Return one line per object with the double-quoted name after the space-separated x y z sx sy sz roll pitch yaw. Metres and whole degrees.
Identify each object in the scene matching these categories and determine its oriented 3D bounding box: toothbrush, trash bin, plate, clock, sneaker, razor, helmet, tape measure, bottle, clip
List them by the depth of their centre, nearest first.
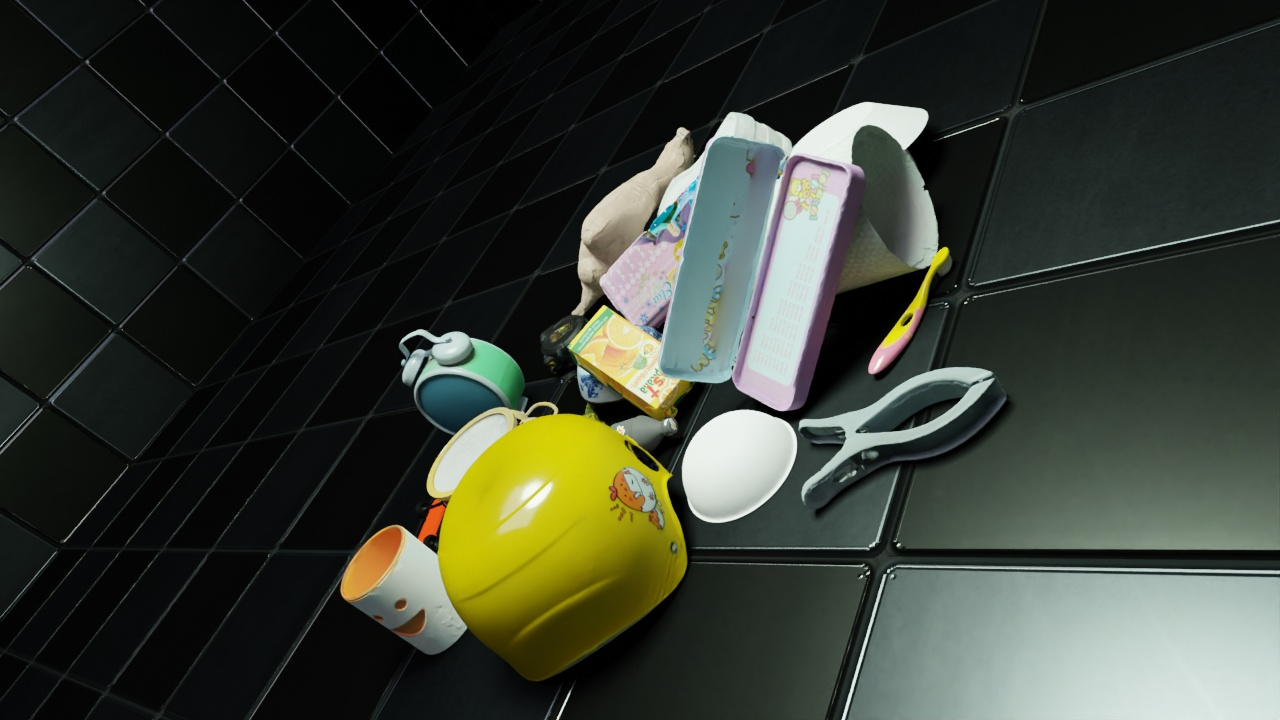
0.186 0.045 0.684 0.163 0.027 0.090 -31 28 20 "clip"
0.226 -0.040 0.763 0.021 0.016 0.135 10 60 55 "toothbrush"
-0.087 0.129 0.773 0.209 0.139 0.239 -36 38 13 "helmet"
0.164 -0.117 0.838 0.162 0.133 0.133 -23 33 42 "trash bin"
-0.010 0.075 0.886 0.110 0.036 0.036 -20 35 37 "bottle"
0.205 -0.221 0.942 0.174 0.036 0.173 -33 20 13 "plate"
-0.141 0.108 0.965 0.158 0.081 0.117 -51 28 -17 "clock"
-0.051 0.042 1.006 0.043 0.026 0.105 -29 27 29 "razor"
0.095 -0.195 1.084 0.243 0.090 0.089 137 143 -57 "sneaker"
-0.217 0.020 1.100 0.122 0.161 0.075 -24 34 33 "clock"
-0.089 -0.023 1.122 0.072 0.042 0.071 -34 26 12 "tape measure"

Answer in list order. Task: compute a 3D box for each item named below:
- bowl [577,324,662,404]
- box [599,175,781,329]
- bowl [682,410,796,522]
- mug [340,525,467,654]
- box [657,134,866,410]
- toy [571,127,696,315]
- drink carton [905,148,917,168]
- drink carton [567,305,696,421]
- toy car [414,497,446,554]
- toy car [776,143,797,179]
-0.023 -0.007 0.981 0.114 0.045 0.114 -22 27 12 "bowl"
0.065 -0.131 1.003 0.231 0.084 0.090 -43 -11 33 "box"
0.073 0.078 0.769 0.110 0.040 0.109 -32 30 21 "bowl"
-0.220 0.222 0.883 0.082 0.105 0.082 -32 29 20 "mug"
0.099 -0.074 0.776 0.062 0.140 0.214 -38 -37 -69 "box"
-0.008 -0.186 1.207 0.263 0.065 0.197 -48 -17 -45 "toy"
0.216 -0.170 0.929 0.129 0.038 0.044 -25 33 32 "drink carton"
-0.005 0.005 0.910 0.122 0.041 0.058 34 74 22 "drink carton"
-0.219 0.185 0.993 0.051 0.049 0.100 -24 33 30 "toy car"
0.183 -0.235 1.075 0.108 0.027 0.060 4 53 54 "toy car"
